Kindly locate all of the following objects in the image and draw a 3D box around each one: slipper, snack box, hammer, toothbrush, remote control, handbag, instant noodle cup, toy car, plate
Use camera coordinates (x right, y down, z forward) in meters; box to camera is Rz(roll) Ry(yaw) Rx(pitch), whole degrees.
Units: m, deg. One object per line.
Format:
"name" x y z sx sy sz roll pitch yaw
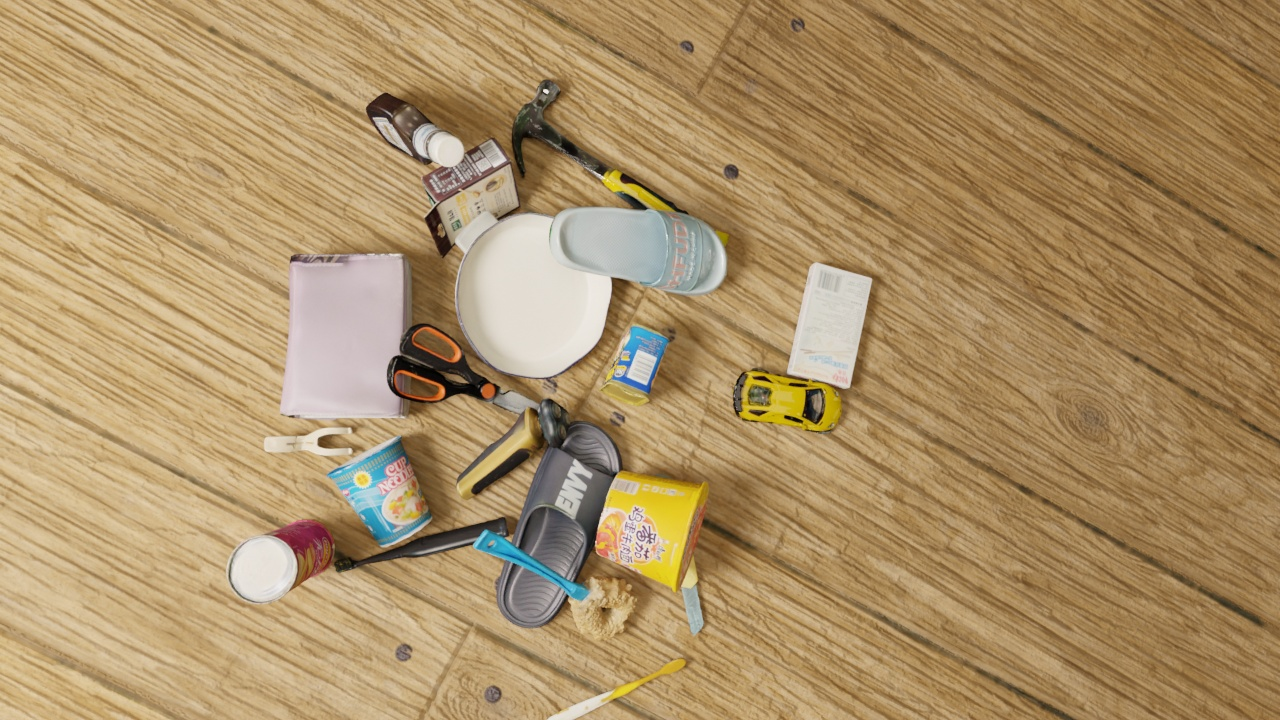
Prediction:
"slipper" -0.096 0.207 1.136 0.110 0.083 0.268 23 83 -8
"snack box" 0.256 -0.047 1.242 0.084 0.027 0.156 15 82 -8
"hammer" -0.028 -0.231 1.215 0.323 0.032 0.126 33 81 -5
"toothbrush" -0.031 0.418 1.159 0.191 0.018 0.016 -22 86 -8
"remote control" -0.166 -0.117 1.160 0.058 0.021 0.150 -46 117 -14
"toothbrush" -0.270 0.230 1.133 0.212 0.027 0.026 -12 49 -10
"handbag" -0.352 -0.026 1.110 0.145 0.098 0.197 2 85 -11
"instant noodle cup" -0.307 0.161 1.106 0.099 0.099 0.110 -29 97 -11
"slipper" 0.007 -0.141 1.141 0.245 0.074 0.104 6 95 -27
"toy car" 0.196 0.054 1.216 0.156 0.041 0.071 11 83 -9
"snack box" -0.214 -0.200 1.137 0.125 0.113 0.053 -31 73 -11
"instant noodle cup" 0.013 0.202 1.124 0.110 0.138 0.138 14 82 12
"plate" -0.136 -0.081 1.143 0.204 0.046 0.205 -5 102 -28

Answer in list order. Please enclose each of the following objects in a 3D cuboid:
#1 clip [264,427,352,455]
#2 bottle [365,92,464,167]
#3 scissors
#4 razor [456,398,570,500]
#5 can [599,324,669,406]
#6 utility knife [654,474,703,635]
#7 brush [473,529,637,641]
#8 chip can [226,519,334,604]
"clip" -0.403 0.100 1.118 0.100 0.072 0.034 0 84 -12
"bottle" -0.268 -0.271 1.101 0.044 0.195 0.080 -43 131 -12
"scissors" -0.207 0.045 1.120 0.141 0.022 0.235 -50 120 -19
"razor" -0.159 0.115 1.138 0.167 0.062 0.067 -39 56 4
"can" -0.007 0.007 1.159 0.057 0.102 0.083 22 79 -6
"utility knife" 0.053 0.249 1.185 0.031 0.022 0.210 -12 80 -5
"brush" -0.098 0.263 1.095 0.254 0.046 0.083 39 91 -33
"chip can" -0.395 0.221 1.021 0.071 0.211 0.071 1 84 -9
